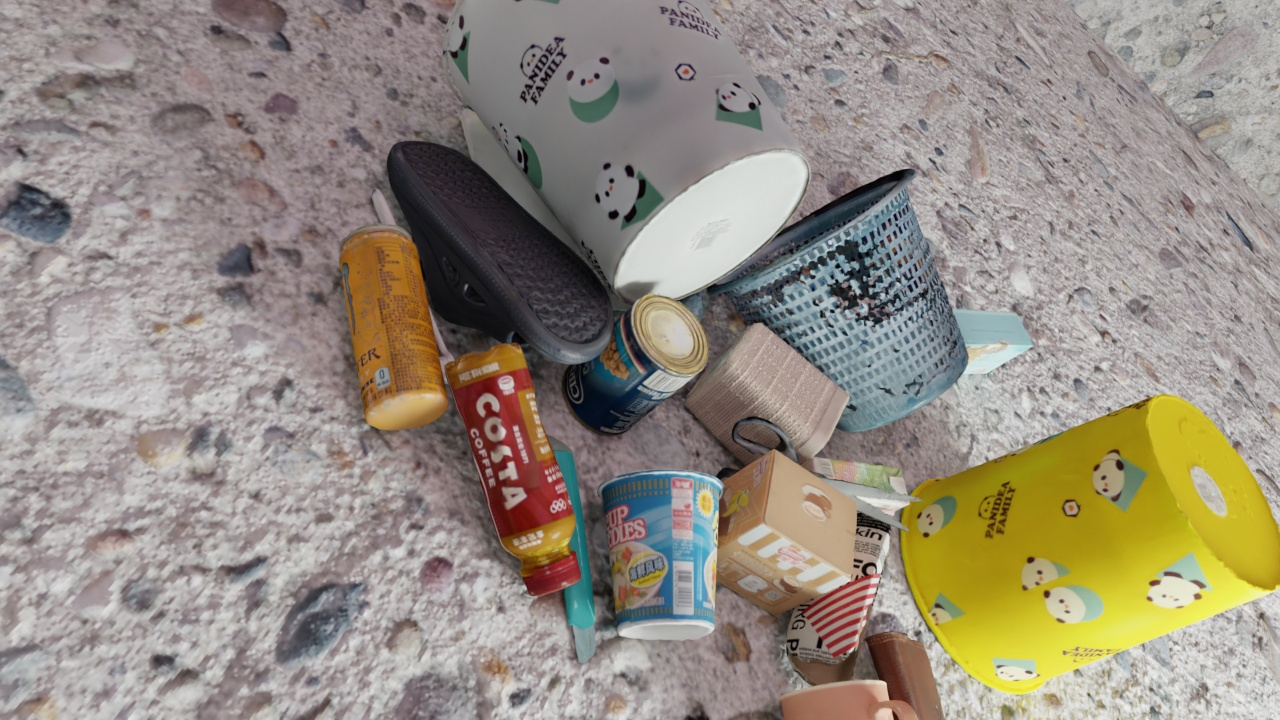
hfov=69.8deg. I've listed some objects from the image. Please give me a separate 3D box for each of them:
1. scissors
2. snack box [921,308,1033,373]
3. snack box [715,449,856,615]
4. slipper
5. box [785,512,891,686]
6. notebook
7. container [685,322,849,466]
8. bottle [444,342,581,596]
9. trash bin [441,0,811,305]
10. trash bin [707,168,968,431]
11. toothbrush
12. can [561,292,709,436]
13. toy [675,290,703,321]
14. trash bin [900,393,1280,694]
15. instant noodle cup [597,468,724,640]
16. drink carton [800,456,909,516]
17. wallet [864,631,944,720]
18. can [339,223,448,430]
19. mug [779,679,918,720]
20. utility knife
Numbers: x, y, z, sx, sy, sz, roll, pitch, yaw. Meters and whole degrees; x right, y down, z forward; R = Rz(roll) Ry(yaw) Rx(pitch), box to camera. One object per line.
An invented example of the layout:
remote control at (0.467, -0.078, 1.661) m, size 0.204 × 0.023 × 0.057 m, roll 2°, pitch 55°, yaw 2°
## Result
scissors at (0.147, 0.101, 0.785) m, size 0.163 × 0.165 × 0.014 m, roll 63°, pitch 20°, yaw -16°
snack box at (0.392, -0.021, 1.109) m, size 0.174 × 0.074 × 0.051 m, roll 0°, pitch 60°, yaw -38°
snack box at (0.110, 0.142, 0.754) m, size 0.092 × 0.095 × 0.076 m, roll 34°, pitch 45°, yaw -15°
slipper at (-0.123, -0.077, 0.745) m, size 0.110 × 0.083 × 0.268 m, roll -9°, pitch 49°, yaw -48°
box at (0.172, 0.209, 0.791) m, size 0.162 × 0.076 × 0.086 m, roll -60°, pitch 138°, yaw -43°
notebook at (-0.079, -0.138, 0.860) m, size 0.150 × 0.012 × 0.209 m, roll 1°, pitch 61°, yaw -40°
container at (0.113, 0.037, 0.837) m, size 0.111 × 0.090 × 0.089 m, roll 43°, pitch 44°, yaw -2°
bottle at (-0.087, 0.077, 0.651) m, size 0.057 × 0.058 × 0.175 m, roll -16°, pitch 88°, yaw -44°
trash bin at (-0.005, -0.198, 0.758) m, size 0.229 × 0.230 × 0.251 m, roll -13°, pitch 62°, yaw -43°
trash bin at (0.210, -0.047, 0.900) m, size 0.225 × 0.227 × 0.195 m, roll -40°, pitch 101°, yaw -47°
toothbrush at (-0.181, -0.060, 0.722) m, size 0.016 × 0.016 × 0.180 m, roll -13°, pitch 70°, yaw -37°
can at (-0.004, 0.004, 0.747) m, size 0.075 × 0.111 × 0.075 m, roll 20°, pitch 50°, yaw -27°
toy at (0.030, -0.157, 0.902) m, size 0.137 × 0.092 × 0.355 m, roll 10°, pitch 52°, yaw -32°
trash bin at (0.422, 0.170, 0.867) m, size 0.229 × 0.256 × 0.229 m, roll 21°, pitch 50°, yaw -27°
instant noodle cup at (0.018, 0.148, 0.684) m, size 0.099 × 0.099 × 0.109 m, roll 15°, pitch 59°, yaw -30°
drink carton at (0.192, 0.123, 0.863) m, size 0.122 × 0.054 × 0.045 m, roll 12°, pitch 56°, yaw -32°
wallet at (0.226, 0.281, 0.760) m, size 0.124 × 0.032 × 0.101 m, roll 38°, pitch 36°, yaw -56°
can at (-0.181, -0.025, 0.666) m, size 0.058 × 0.058 × 0.146 m, roll 3°, pitch 59°, yaw -37°
mug at (0.163, 0.294, 0.675) m, size 0.081 × 0.115 × 0.105 m, roll 13°, pitch 56°, yaw -32°
utility knife at (-0.053, 0.137, 0.688) m, size 0.029 × 0.013 × 0.174 m, roll 7°, pitch 61°, yaw -33°
